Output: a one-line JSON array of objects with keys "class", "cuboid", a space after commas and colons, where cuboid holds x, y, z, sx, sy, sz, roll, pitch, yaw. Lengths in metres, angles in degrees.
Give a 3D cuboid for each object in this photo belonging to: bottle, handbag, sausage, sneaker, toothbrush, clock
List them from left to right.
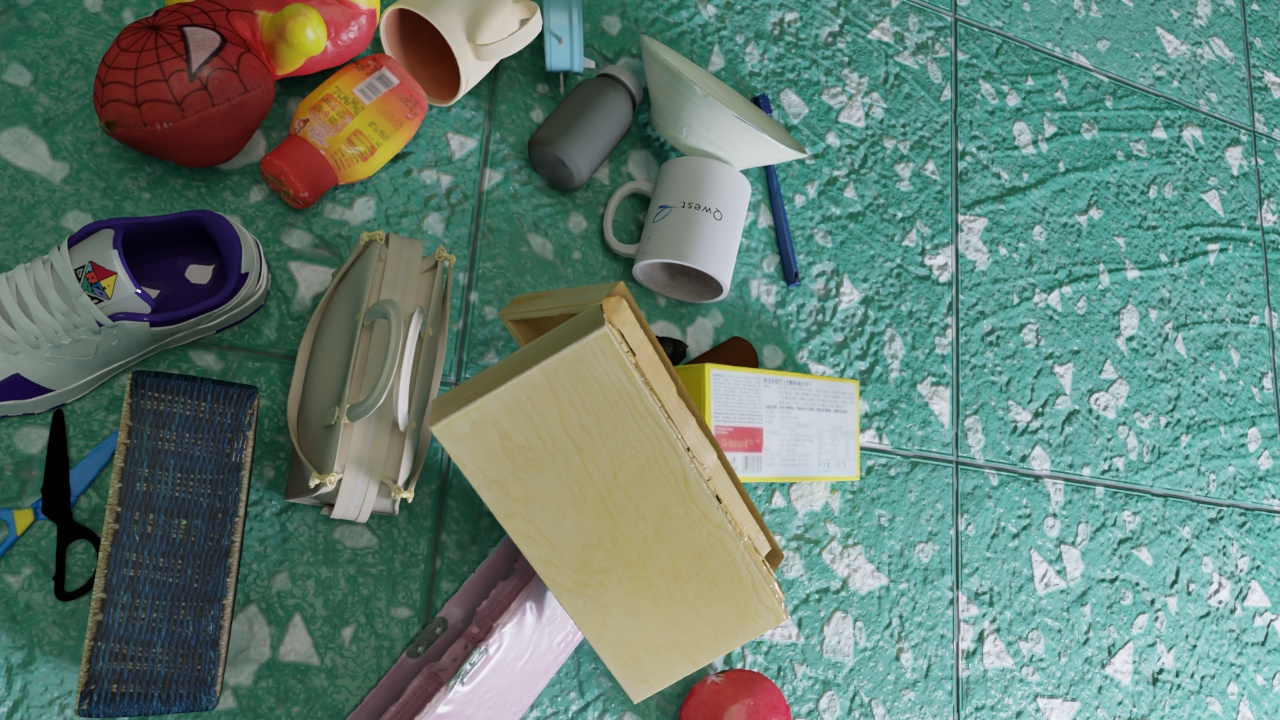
[{"class": "sneaker", "cuboid": [-0.355, -0.034, 0.578, 0.243, 0.111, 0.092, -24, 90, -26]}, {"class": "bottle", "cuboid": [-0.227, -0.172, 0.698, 0.071, 0.049, 0.134, 45, 66, -12]}, {"class": "handbag", "cuboid": [-0.172, 0.007, 0.602, 0.101, 0.198, 0.194, 13, 75, -21]}, {"class": "clock", "cuboid": [-0.063, -0.293, 0.771, 0.042, 0.087, 0.123, -3, 67, -6]}, {"class": "bottle", "cuboid": [-0.044, -0.199, 0.778, 0.060, 0.060, 0.108, 41, 67, -11]}, {"class": "sausage", "cuboid": [0.043, 0.022, 0.767, 0.155, 0.040, 0.040, -28, 91, -40]}, {"class": "toothbrush", "cuboid": [0.130, -0.163, 0.871, 0.016, 0.017, 0.190, -6, 82, -25]}]

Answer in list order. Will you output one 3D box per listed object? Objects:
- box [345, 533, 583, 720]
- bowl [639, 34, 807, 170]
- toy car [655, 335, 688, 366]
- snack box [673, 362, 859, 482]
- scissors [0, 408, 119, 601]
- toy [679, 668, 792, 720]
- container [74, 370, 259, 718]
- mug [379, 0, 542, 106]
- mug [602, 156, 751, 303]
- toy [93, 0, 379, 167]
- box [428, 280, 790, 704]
[{"class": "box", "cuboid": [-0.123, 0.221, 0.672, 0.232, 0.080, 0.099, -49, 135, -23]}, {"class": "bowl", "cuboid": [0.058, -0.209, 0.802, 0.176, 0.176, 0.058, 30, 112, -16]}, {"class": "toy car", "cuboid": [-0.004, 0.004, 0.765, 0.091, 0.042, 0.036, -24, 112, -26]}, {"class": "snack box", "cuboid": [0.110, 0.055, 0.767, 0.200, 0.042, 0.092, 6, 81, -41]}, {"class": "scissors", "cuboid": [-0.373, 0.097, 0.598, 0.109, 0.018, 0.130, 41, 68, -14]}, {"class": "toy", "cuboid": [0.080, 0.306, 0.733, 0.092, 0.062, 0.133, -17, 104, -14]}, {"class": "container", "cuboid": [-0.285, 0.110, 0.561, 0.071, 0.146, 0.187, 8, 76, -26]}, {"class": "mug", "cuboid": [-0.132, -0.265, 0.730, 0.104, 0.112, 0.085, -54, 145, -32]}, {"class": "mug", "cuboid": [0.027, -0.114, 0.788, 0.120, 0.083, 0.096, 12, 73, 9]}, {"class": "toy", "cuboid": [-0.282, -0.217, 0.647, 0.215, 0.148, 0.099, -52, 136, -25]}, {"class": "box", "cuboid": [-0.007, 0.077, 0.624, 0.248, 0.142, 0.178, 59, 24, -23]}]
